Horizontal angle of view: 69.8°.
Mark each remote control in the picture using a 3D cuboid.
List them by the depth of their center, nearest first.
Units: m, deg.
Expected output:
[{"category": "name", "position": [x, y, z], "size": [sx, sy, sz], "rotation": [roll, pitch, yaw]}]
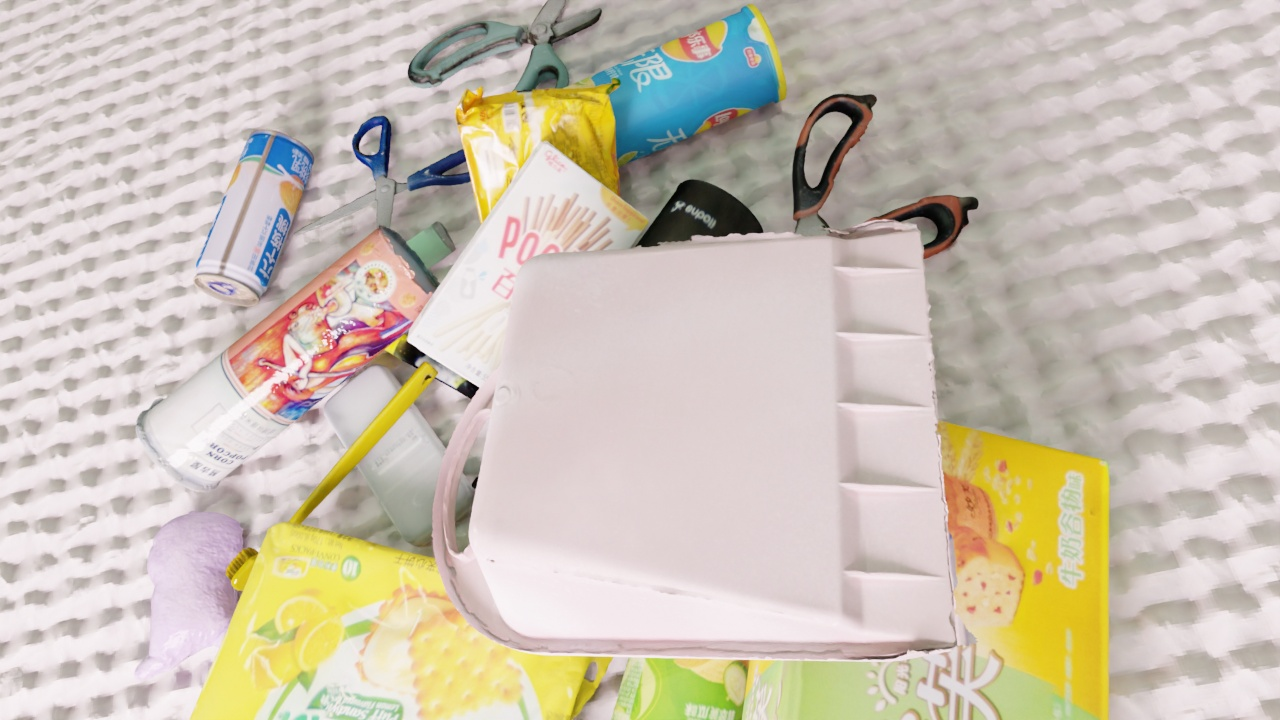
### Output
[{"category": "remote control", "position": [-0.165, 0.062, 0.625], "size": [0.056, 0.020, 0.136], "rotation": [-40, 63, -5]}]

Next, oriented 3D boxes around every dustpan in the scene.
[{"category": "dustpan", "position": [0.013, 0.046, 0.483], "size": [0.273, 0.139, 0.222], "rotation": [5, 59, 6]}]

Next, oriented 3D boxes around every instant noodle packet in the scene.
[{"category": "instant noodle packet", "position": [-0.063, -0.125, 0.624], "size": [0.110, 0.128, 0.044], "rotation": [-7, 26, -5]}]

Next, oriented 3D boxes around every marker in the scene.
[{"category": "marker", "position": [-0.157, -0.002, 0.658], "size": [0.124, 0.015, 0.018], "rotation": [27, 80, 21]}]

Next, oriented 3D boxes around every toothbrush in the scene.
[{"category": "toothbrush", "position": [-0.204, 0.074, 0.610], "size": [0.016, 0.016, 0.190], "rotation": [35, 80, 33]}, {"category": "toothbrush", "position": [-0.235, -0.031, 0.684], "size": [0.224, 0.026, 0.027], "rotation": [-36, 87, -2]}]

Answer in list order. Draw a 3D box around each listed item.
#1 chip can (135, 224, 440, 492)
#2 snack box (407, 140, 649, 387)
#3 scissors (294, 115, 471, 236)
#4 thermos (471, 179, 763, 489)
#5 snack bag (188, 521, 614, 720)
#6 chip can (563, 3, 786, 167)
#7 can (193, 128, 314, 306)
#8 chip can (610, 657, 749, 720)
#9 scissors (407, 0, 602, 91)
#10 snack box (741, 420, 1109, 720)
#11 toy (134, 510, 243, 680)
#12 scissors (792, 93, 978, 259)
[{"category": "chip can", "position": [-0.238, -0.002, 0.634], "size": [0.215, 0.071, 0.071], "rotation": [-38, 62, 2]}, {"category": "snack box", "position": [-0.074, -0.055, 0.602], "size": [0.084, 0.027, 0.157], "rotation": [34, 98, -18]}, {"category": "scissors", "position": [-0.189, -0.140, 0.715], "size": [0.162, 0.012, 0.172], "rotation": [-12, 52, 0]}, {"category": "thermos", "position": [-0.003, 0.003, 0.587], "size": [0.090, 0.068, 0.242], "rotation": [31, 78, 15]}, {"category": "snack bag", "position": [-0.139, 0.192, 0.532], "size": [0.247, 0.068, 0.157], "rotation": [9, 68, 19]}, {"category": "chip can", "position": [-0.004, -0.182, 0.666], "size": [0.210, 0.071, 0.071], "rotation": [-22, 62, 4]}, {"category": "can", "position": [-0.304, -0.113, 0.724], "size": [0.053, 0.053, 0.134], "rotation": [4, 67, 17]}, {"category": "chip can", "position": [0.021, 0.186, 0.490], "size": [0.073, 0.072, 0.221], "rotation": [10, 69, 19]}, {"category": "scissors", "position": [-0.120, -0.247, 0.755], "size": [0.181, 0.019, 0.170], "rotation": [10, 65, 20]}, {"category": "snack box", "position": [0.141, 0.136, 0.454], "size": [0.157, 0.070, 0.209], "rotation": [14, 68, -4]}, {"category": "toy", "position": [-0.293, 0.148, 0.610], "size": [0.083, 0.039, 0.108], "rotation": [-11, 59, -10]}, {"category": "scissors", "position": [0.121, -0.085, 0.583], "size": [0.226, 0.015, 0.189], "rotation": [-10, 72, -13]}]
